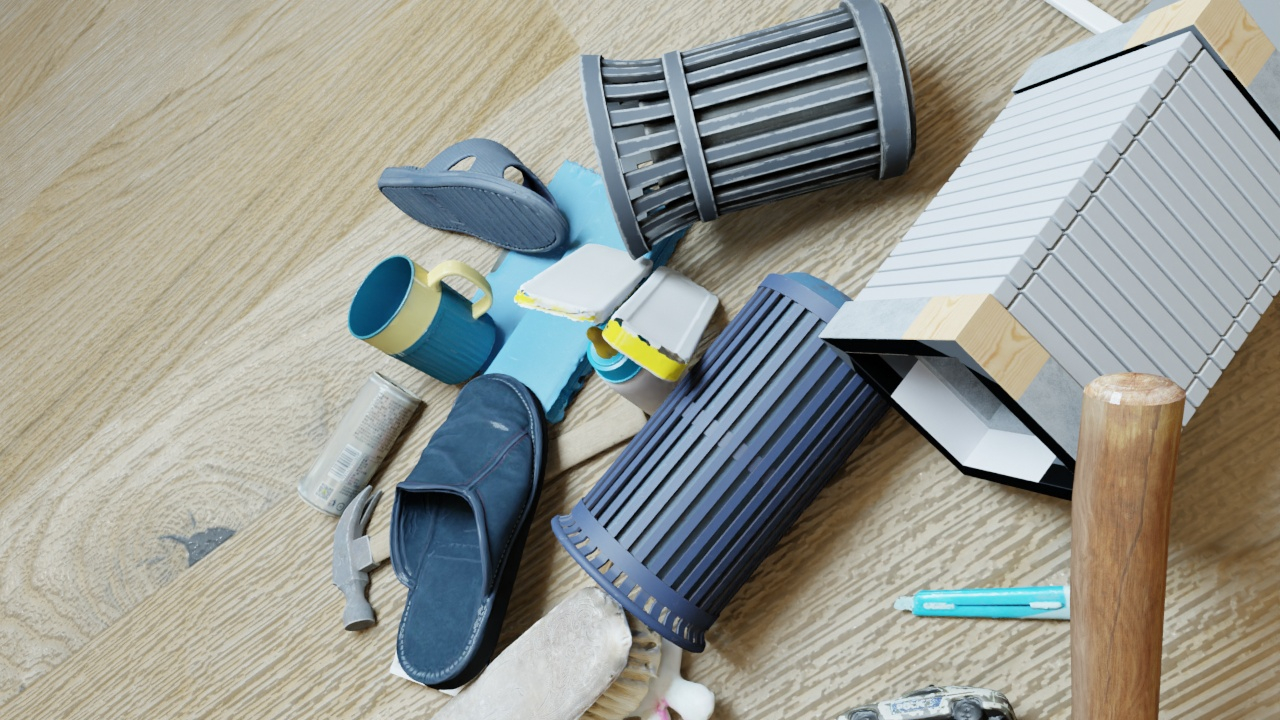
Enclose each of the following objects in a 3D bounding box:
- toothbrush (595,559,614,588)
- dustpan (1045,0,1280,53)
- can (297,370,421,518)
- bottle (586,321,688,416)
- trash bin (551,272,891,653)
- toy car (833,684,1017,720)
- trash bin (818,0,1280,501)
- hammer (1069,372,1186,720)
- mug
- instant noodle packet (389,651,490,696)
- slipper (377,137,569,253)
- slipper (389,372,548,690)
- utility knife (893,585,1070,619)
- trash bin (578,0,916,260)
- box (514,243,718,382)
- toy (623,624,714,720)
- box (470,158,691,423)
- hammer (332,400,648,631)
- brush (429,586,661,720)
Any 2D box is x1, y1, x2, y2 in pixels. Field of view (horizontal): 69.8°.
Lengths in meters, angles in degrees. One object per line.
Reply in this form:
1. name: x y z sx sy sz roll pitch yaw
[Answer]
1. toothbrush: -0.026 0.165 0.732 0.016 0.016 0.166 22 82 32
2. dustpan: 0.386 -0.225 0.674 0.163 0.033 0.257 -44 65 5
3. can: -0.267 0.080 0.872 0.054 0.054 0.135 29 85 34
4. bottle: -0.004 0.004 0.709 0.051 0.146 0.051 -11 65 24
5. trash bin: 0.069 0.064 0.653 0.139 0.139 0.249 39 88 34
6. toy car: 0.178 0.229 0.581 0.113 0.048 0.040 -17 31 21
7. trash bin: 0.261 -0.061 0.546 0.246 0.142 0.142 -51 14 -9
8. hammer: 0.252 0.148 0.470 0.158 0.037 0.301 2 112 28
9. mug: -0.182 -0.041 0.821 0.114 0.107 0.083 -33 45 21
10. instant noodle packet: -0.155 0.206 0.762 0.087 0.026 0.134 12 85 19
11. slipper: -0.158 -0.172 0.886 0.264 0.101 0.082 16 69 42
12. slipper: -0.147 0.113 0.723 0.109 0.083 0.264 -9 55 27
13. utility knife: 0.226 0.161 0.602 0.117 0.015 0.022 -10 95 26
14. trash bin: 0.085 -0.187 0.720 0.227 0.164 0.164 -13 63 8
15. box: -0.009 -0.046 0.693 0.129 0.209 0.034 24 110 4
16. toy: 0.002 0.232 0.676 0.076 0.037 0.125 -51 50 5
17. box: -0.078 -0.073 0.853 0.174 0.033 0.231 29 84 37
18. hammer: -0.140 0.118 0.805 0.332 0.030 0.119 -29 59 15
19. brush: -0.094 0.269 0.674 0.272 0.056 0.083 -45 46 15
